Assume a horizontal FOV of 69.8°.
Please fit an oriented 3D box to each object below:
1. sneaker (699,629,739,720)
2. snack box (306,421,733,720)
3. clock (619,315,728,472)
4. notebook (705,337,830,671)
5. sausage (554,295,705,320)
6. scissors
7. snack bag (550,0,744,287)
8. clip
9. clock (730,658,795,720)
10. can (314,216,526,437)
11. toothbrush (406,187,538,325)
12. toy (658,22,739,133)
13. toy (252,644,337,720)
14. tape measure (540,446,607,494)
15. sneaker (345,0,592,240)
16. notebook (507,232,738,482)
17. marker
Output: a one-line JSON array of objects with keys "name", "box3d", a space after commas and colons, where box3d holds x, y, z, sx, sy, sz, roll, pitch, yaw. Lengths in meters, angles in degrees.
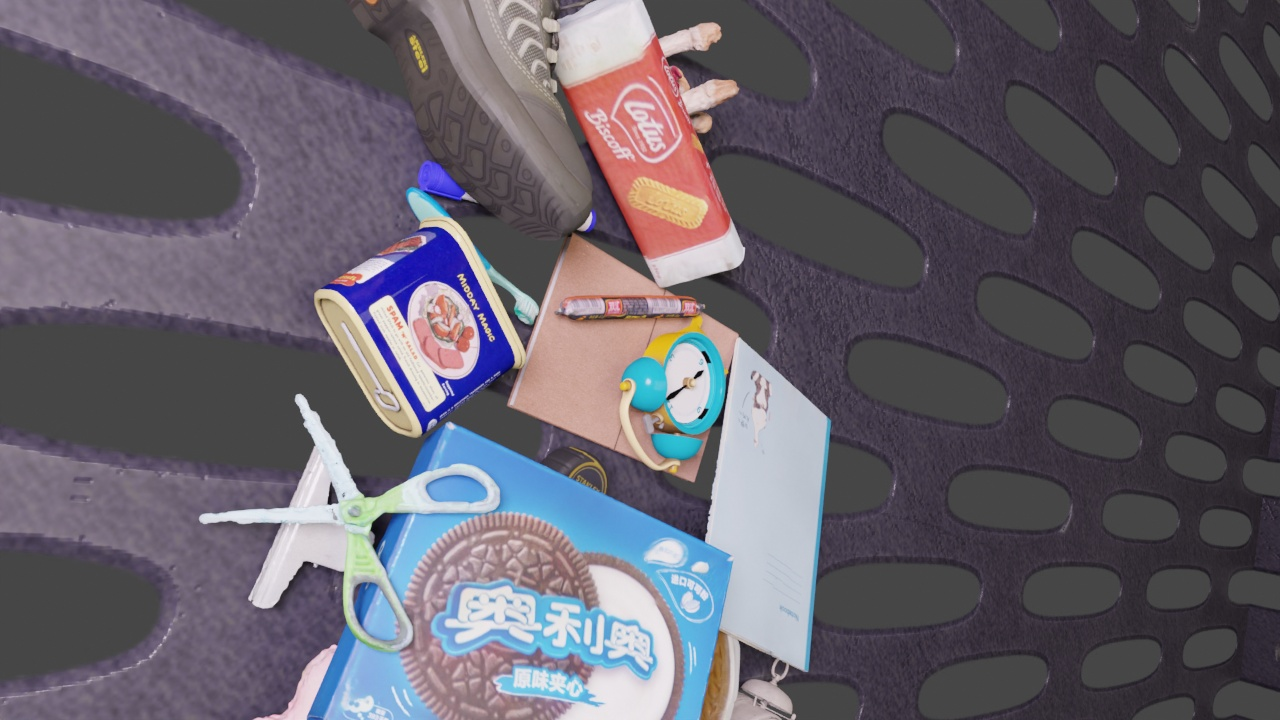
[{"name": "sneaker", "box3d": [0.035, 0.311, 0.779, 0.079, 0.087, 0.235, 46, 54, -71]}, {"name": "snack box", "box3d": [-0.064, 0.178, 0.602, 0.238, 0.056, 0.195, 28, 58, -18]}, {"name": "clock", "box3d": [0.028, 0.028, 0.752, 0.129, 0.044, 0.099, -51, 125, -35]}, {"name": "notebook", "box3d": [0.119, 0.131, 0.827, 0.181, 0.009, 0.252, 38, 53, -42]}, {"name": "sausage", "box3d": [-0.005, -0.042, 0.728, 0.155, 0.020, 0.020, -4, 96, -42]}, {"name": "scissors", "box3d": [-0.166, 0.089, 0.548, 0.172, 0.023, 0.171, -23, 73, -18]}, {"name": "snack bag", "box3d": [0.007, -0.159, 0.693, 0.041, 0.078, 0.225, -79, 148, -50]}, {"name": "clip", "box3d": [-0.196, 0.110, 0.572, 0.055, 0.046, 0.101, 26, 77, -28]}, {"name": "clock", "box3d": [0.106, 0.351, 0.853, 0.103, 0.061, 0.156, 42, 69, -37]}, {"name": "can", "box3d": [-0.142, -0.020, 0.595, 0.092, 0.057, 0.116, -40, 119, -31]}, {"name": "toothbrush", "box3d": [-0.115, -0.070, 0.639, 0.135, 0.022, 0.017, 46, 40, -37]}, {"name": "toy", "box3d": [0.013, -0.226, 0.713, 0.105, 0.074, 0.085, 2, 68, -22]}, {"name": "toy", "box3d": [-0.200, 0.240, 0.570, 0.104, 0.053, 0.108, -20, 105, -33]}, {"name": "tape measure", "box3d": [-0.055, 0.096, 0.699, 0.061, 0.034, 0.062, -58, 137, -17]}, {"name": "sneaker", "box3d": [-0.084, -0.203, 0.597, 0.142, 0.101, 0.238, -40, 106, -32]}, {"name": "notebook", "box3d": [-0.004, 0.004, 0.754, 0.209, 0.008, 0.141, 27, 76, -41]}, {"name": "marker", "box3d": [-0.092, -0.114, 0.656, 0.141, 0.020, 0.020, 9, 88, -43]}]
